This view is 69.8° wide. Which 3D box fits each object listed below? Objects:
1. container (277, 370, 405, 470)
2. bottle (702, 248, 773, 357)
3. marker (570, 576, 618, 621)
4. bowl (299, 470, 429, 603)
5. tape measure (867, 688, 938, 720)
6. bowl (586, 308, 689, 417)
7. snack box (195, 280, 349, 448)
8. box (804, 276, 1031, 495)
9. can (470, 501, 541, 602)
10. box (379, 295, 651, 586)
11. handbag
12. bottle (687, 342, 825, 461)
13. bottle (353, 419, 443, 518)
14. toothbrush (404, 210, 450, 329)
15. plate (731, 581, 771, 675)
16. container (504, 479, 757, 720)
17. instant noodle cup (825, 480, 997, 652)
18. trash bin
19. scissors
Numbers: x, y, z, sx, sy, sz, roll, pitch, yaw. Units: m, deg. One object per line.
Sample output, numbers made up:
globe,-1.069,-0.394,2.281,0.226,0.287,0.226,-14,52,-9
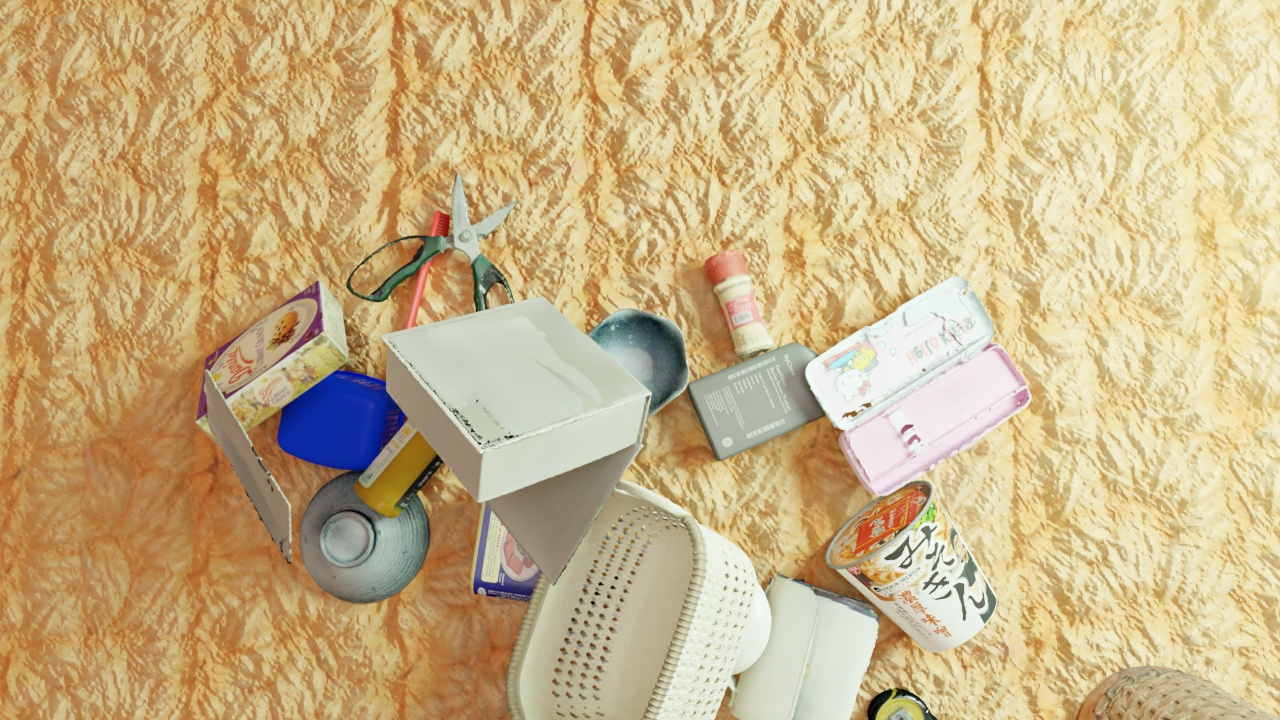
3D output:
container,-0.304,0.061,0.926,0.114,0.058,0.096,12,93,6
bottle,0.101,-0.058,0.937,0.044,0.044,0.109,-19,83,0
marker,-0.070,0.257,0.917,0.138,0.022,0.016,-39,87,-3
bowl,-0.286,0.177,0.920,0.137,0.057,0.137,0,83,3
tape measure,0.250,0.349,0.884,0.061,0.034,0.061,-40,81,-3
bowl,-0.005,0.005,0.928,0.110,0.055,0.110,0,82,2
snack box,-0.363,0.000,0.908,0.148,0.143,0.040,-35,122,-2
box,0.272,0.025,0.902,0.201,0.038,0.152,-29,84,-13
can,-0.113,0.182,0.912,0.092,0.056,0.116,7,83,5
box,-0.082,0.122,0.878,0.173,0.423,0.167,-35,52,-17
handbag,0.126,0.280,0.881,0.176,0.074,0.151,19,84,15
bottle,0.142,0.031,0.922,0.174,0.046,0.083,-23,82,0
bottle,-0.200,0.067,0.898,0.053,0.053,0.186,39,86,7
toothbrush,-0.233,-0.056,0.969,0.018,0.012,0.212,13,84,1
plate,0.072,0.247,0.878,0.104,0.026,0.104,-10,71,29
container,-0.005,0.243,0.821,0.185,0.142,0.246,15,82,46
instant noodle cup,0.262,0.200,0.867,0.123,0.123,0.122,-40,92,-3
trash bin,0.491,0.358,0.783,0.151,0.210,0.151,0,83,3
scissors,-0.213,-0.094,0.960,0.202,0.015,0.201,-9,86,-3
